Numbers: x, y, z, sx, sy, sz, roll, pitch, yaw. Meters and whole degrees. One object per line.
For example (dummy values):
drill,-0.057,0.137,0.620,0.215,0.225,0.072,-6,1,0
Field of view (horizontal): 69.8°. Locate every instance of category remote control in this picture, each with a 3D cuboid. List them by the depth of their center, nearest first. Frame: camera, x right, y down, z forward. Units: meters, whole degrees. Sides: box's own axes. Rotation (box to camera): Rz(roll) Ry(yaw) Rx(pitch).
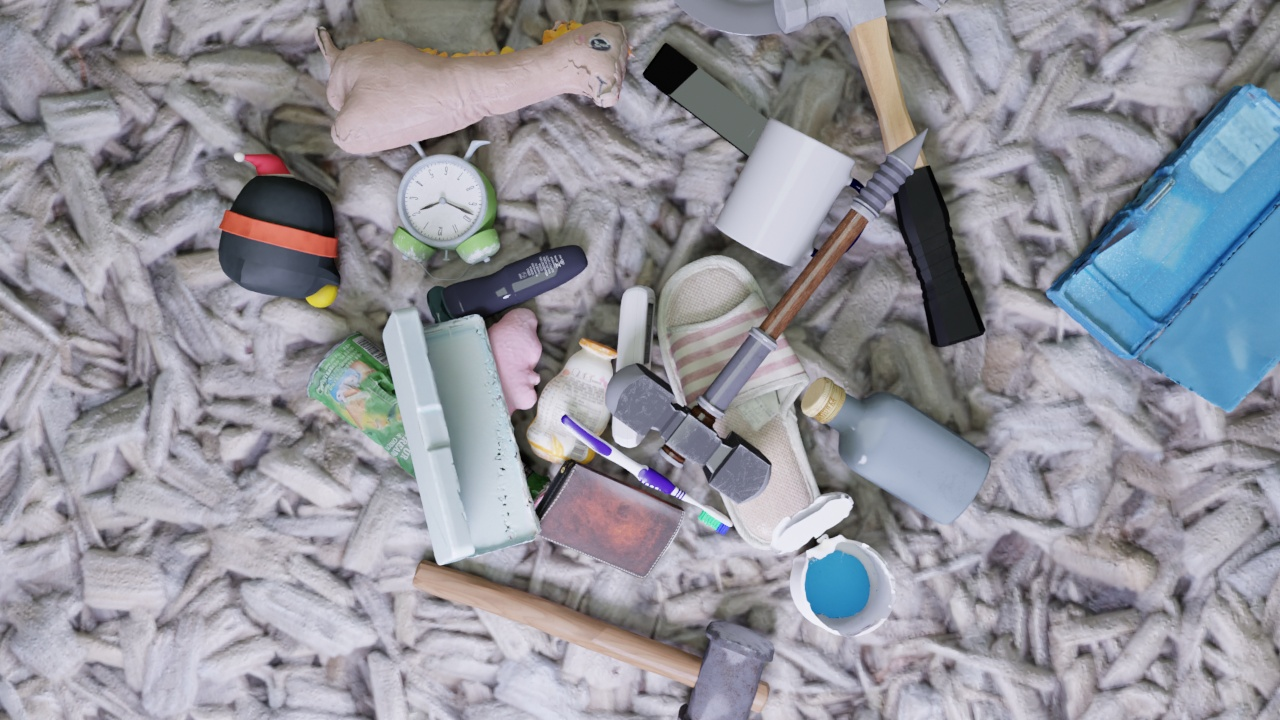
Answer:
remote control,-0.005,0.005,0.787,0.025,0.060,0.138,5,92,8
remote control,0.070,-0.216,0.797,0.150,0.013,0.034,38,98,3

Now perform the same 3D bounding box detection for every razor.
razor,-0.114,-0.065,0.801,0.143,0.052,0.047,-23,80,0

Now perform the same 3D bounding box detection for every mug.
mug,0.133,-0.130,0.754,0.112,0.078,0.097,26,106,-3

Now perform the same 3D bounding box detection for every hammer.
hammer,0.121,-0.048,0.722,0.156,0.043,0.322,36,97,-9
hammer,0.221,-0.173,0.769,0.131,0.039,0.328,-17,93,1
hammer,-0.046,0.239,0.809,0.328,0.052,0.098,19,93,7

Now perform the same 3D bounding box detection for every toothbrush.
toothbrush,0.007,0.099,0.780,0.186,0.015,0.016,34,92,-20

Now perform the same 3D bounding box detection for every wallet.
wallet,-0.027,0.136,0.782,0.123,0.019,0.072,29,94,-29

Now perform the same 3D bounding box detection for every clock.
clock,-0.169,-0.130,0.805,0.094,0.042,0.119,4,92,5

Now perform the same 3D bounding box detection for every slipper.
slipper,0.090,0.037,0.785,0.115,0.052,0.263,-18,91,6

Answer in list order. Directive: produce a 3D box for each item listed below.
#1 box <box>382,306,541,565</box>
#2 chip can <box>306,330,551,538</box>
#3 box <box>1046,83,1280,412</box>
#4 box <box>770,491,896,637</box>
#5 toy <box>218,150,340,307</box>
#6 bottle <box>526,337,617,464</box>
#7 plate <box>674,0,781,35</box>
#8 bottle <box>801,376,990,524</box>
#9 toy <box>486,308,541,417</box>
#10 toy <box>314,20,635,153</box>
box,-0.139,0.056,0.736,0.096,0.086,0.198,-9,78,-28
chip can,-0.185,0.066,0.797,0.223,0.075,0.075,37,94,3
box,0.475,-0.090,0.746,0.232,0.066,0.173,-48,67,5
box,0.151,0.164,0.735,0.084,0.160,0.118,-24,79,-1
toy,-0.307,-0.112,0.788,0.097,0.099,0.119,15,94,6
bottle,-0.054,0.036,0.792,0.063,0.063,0.108,23,92,4
plate,0.097,-0.369,0.791,0.178,0.012,0.178,0,92,5
bottle,0.207,0.068,0.759,0.161,0.046,0.072,31,94,-12
toy,-0.124,0.008,0.799,0.102,0.050,0.093,-32,70,2
toy,-0.145,-0.259,0.789,0.264,0.065,0.196,-21,63,-5
